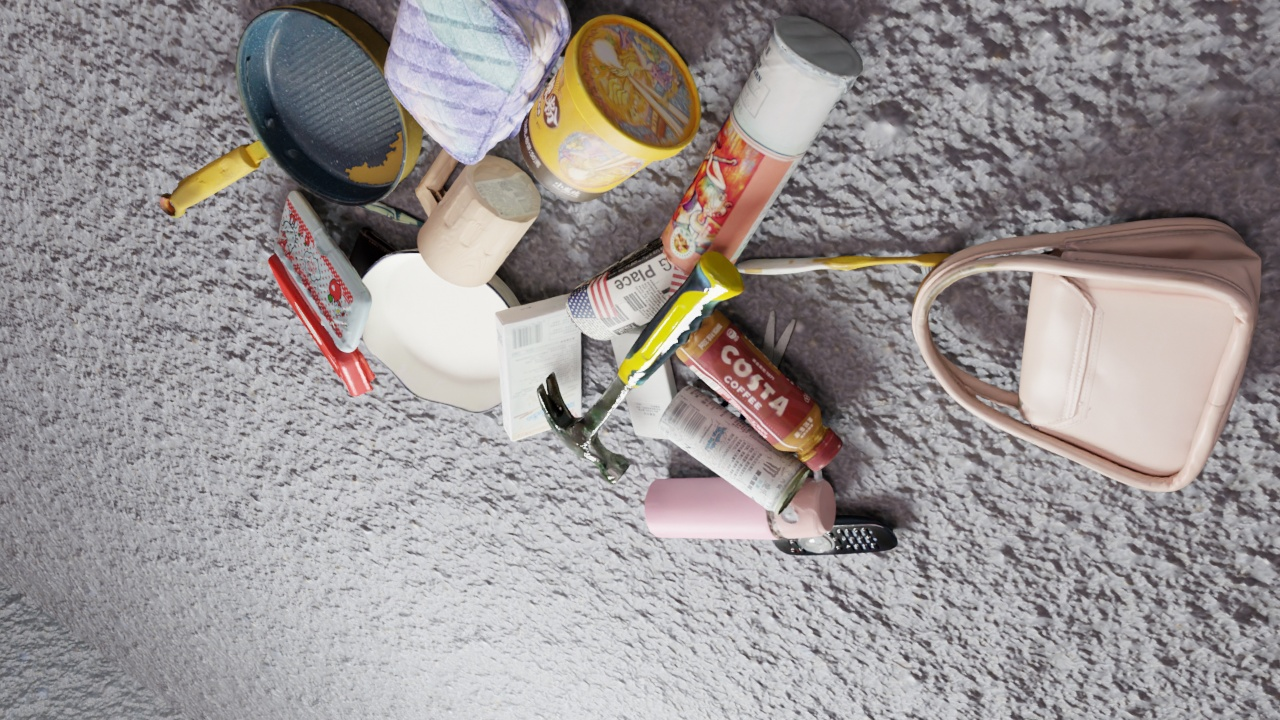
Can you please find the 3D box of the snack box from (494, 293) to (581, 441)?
[{"bbox_3d":[-0.104,0.009,0.957,0.027,0.084,0.157,51,149,43],"label":"snack box"}]

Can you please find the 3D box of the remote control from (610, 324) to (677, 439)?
[{"bbox_3d":[0.009,0.023,0.947,0.056,0.019,0.135,4,126,27],"label":"remote control"}]

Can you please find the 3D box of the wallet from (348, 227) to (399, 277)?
[{"bbox_3d":[-0.291,-0.081,1.036,0.096,0.020,0.123,34,133,-5],"label":"wallet"}]

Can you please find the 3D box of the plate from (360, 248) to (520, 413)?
[{"bbox_3d":[-0.208,-0.036,0.995,0.205,0.045,0.205,11,128,15],"label":"plate"}]

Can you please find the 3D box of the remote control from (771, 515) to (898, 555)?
[{"bbox_3d":[0.201,0.181,0.956,0.137,0.024,0.053,-12,128,35],"label":"remote control"}]

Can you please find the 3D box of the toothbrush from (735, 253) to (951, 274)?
[{"bbox_3d":[0.170,-0.080,0.781,0.192,0.016,0.018,1,133,28],"label":"toothbrush"}]

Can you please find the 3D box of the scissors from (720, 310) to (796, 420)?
[{"bbox_3d":[0.128,0.029,0.891,0.133,0.012,0.173,44,132,-5],"label":"scissors"}]

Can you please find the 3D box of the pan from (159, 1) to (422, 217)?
[{"bbox_3d":[-0.372,-0.222,0.931,0.358,0.078,0.198,-15,115,36],"label":"pan"}]

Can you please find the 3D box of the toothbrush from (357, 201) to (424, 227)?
[{"bbox_3d":[-0.263,-0.153,0.965,0.192,0.018,0.016,22,131,13],"label":"toothbrush"}]

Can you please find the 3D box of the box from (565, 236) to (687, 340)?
[{"bbox_3d":[-0.001,-0.070,0.868,0.165,0.052,0.068,-24,100,32],"label":"box"}]

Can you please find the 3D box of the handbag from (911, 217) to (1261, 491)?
[{"bbox_3d":[0.324,-0.015,0.702,0.234,0.093,0.193,12,130,27],"label":"handbag"}]

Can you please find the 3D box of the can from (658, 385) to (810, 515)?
[{"bbox_3d":[0.090,0.086,0.896,0.147,0.058,0.058,35,135,18],"label":"can"}]

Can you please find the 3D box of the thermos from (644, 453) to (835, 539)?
[{"bbox_3d":[0.102,0.145,0.963,0.199,0.067,0.087,-8,91,34],"label":"thermos"}]

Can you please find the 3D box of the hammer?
[{"bbox_3d":[-0.005,0.005,0.853,0.126,0.031,0.324,41,139,1],"label":"hammer"}]

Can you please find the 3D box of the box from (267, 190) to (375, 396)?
[{"bbox_3d":[-0.349,-0.071,1.003,0.201,0.058,0.162,48,142,29],"label":"box"}]

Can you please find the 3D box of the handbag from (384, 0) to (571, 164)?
[{"bbox_3d":[-0.138,-0.259,0.747,0.134,0.075,0.194,46,149,-4],"label":"handbag"}]

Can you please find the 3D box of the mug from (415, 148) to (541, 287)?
[{"bbox_3d":[-0.163,-0.149,0.880,0.104,0.084,0.124,-42,72,42],"label":"mug"}]

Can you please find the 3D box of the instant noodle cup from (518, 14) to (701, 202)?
[{"bbox_3d":[-0.031,-0.195,0.741,0.118,0.118,0.115,48,141,-11],"label":"instant noodle cup"}]

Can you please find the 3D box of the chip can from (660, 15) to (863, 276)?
[{"bbox_3d":[0.088,-0.159,0.727,0.071,0.071,0.215,33,134,3],"label":"chip can"}]

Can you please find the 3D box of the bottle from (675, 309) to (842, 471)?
[{"bbox_3d":[0.112,0.030,0.853,0.175,0.057,0.058,43,133,-2],"label":"bottle"}]
